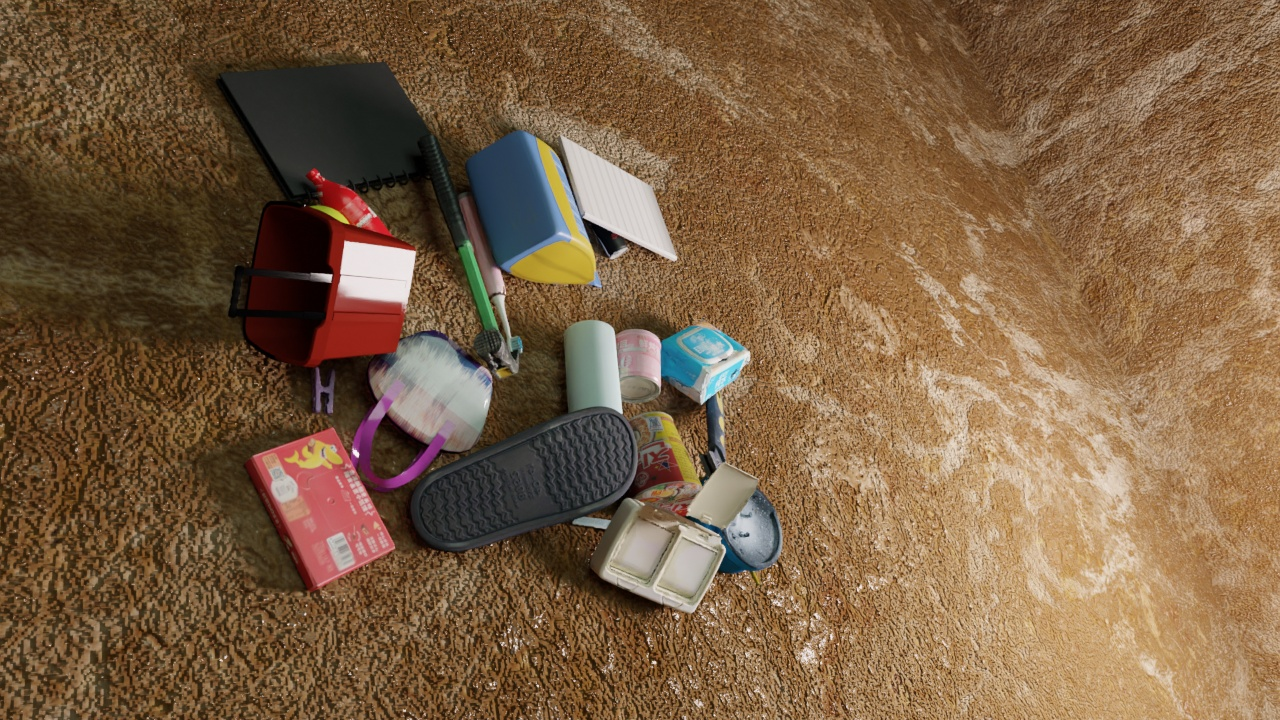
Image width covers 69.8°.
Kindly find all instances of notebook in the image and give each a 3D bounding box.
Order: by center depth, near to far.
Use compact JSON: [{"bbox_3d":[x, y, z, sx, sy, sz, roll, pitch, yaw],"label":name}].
[{"bbox_3d":[-0.348,-0.271,1.076,0.230,0.019,0.169,-28,84,-50],"label":"notebook"},{"bbox_3d":[-0.031,-0.231,1.329,0.209,0.009,0.142,18,47,-49],"label":"notebook"}]

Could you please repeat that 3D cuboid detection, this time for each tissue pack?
[{"bbox_3d":[0.083,-0.001,1.263,0.093,0.062,0.144,36,37,19],"label":"tissue pack"}]

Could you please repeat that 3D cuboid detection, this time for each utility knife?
[{"bbox_3d":[-0.017,0.198,1.092,0.158,0.015,0.022,15,86,-36],"label":"utility knife"}]

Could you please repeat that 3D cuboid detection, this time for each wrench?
[{"bbox_3d":[0.099,0.104,1.196,0.073,0.022,0.272,60,16,-23],"label":"wrench"}]

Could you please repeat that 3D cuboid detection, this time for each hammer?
[{"bbox_3d":[-0.202,-0.124,1.059,0.130,0.032,0.318,71,-2,-71],"label":"hammer"}]

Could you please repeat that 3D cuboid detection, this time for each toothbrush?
[{"bbox_3d":[-0.183,-0.106,1.121,0.027,0.027,0.222,25,43,-68],"label":"toothbrush"}]

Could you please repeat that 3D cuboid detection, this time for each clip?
[{"bbox_3d":[-0.315,0.030,0.913,0.036,0.013,0.052,9,61,-40],"label":"clip"}]

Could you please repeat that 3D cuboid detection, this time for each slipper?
[{"bbox_3d":[-0.123,0.135,0.989,0.267,0.084,0.110,-19,80,-29],"label":"slipper"}]

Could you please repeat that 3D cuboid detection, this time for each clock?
[{"bbox_3d":[0.110,0.207,1.176,0.161,0.061,0.116,39,44,-17],"label":"clock"}]

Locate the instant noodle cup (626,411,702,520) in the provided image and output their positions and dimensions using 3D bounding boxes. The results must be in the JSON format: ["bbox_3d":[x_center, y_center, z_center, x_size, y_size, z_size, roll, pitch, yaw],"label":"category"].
[{"bbox_3d":[0.018,0.127,1.120,0.100,0.101,0.112,14,47,-38],"label":"instant noodle cup"}]

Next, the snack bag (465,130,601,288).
[{"bbox_3d":[-0.119,-0.182,1.189,0.205,0.102,0.159,20,48,-66],"label":"snack bag"}]

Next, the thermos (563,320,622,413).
[{"bbox_3d":[-0.056,0.054,1.109,0.078,0.065,0.206,-4,61,-3],"label":"thermos"}]

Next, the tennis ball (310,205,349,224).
[{"bbox_3d":[-0.334,-0.129,0.957,0.065,0.065,0.065,24,49,-32],"label":"tennis ball"}]

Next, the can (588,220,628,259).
[{"bbox_3d":[-0.049,-0.186,1.300,0.031,0.032,0.080,-22,81,-49],"label":"can"}]

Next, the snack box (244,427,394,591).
[{"bbox_3d":[-0.296,0.136,0.853,0.089,0.021,0.133,-22,81,-49],"label":"snack box"}]

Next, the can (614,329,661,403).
[{"bbox_3d":[-0.007,0.007,1.187,0.067,0.067,0.076,24,50,-32],"label":"can"}]

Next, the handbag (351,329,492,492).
[{"bbox_3d":[-0.235,0.059,0.941,0.144,0.068,0.169,42,49,-18],"label":"handbag"}]

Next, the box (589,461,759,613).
[{"bbox_3d":[0.049,0.202,1.026,0.145,0.187,0.101,26,15,-26],"label":"box"}]

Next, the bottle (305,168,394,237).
[{"bbox_3d":[-0.310,-0.151,1.004,0.141,0.042,0.041,49,40,-19],"label":"bottle"}]

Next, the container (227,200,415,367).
[{"bbox_3d":[-0.319,-0.071,0.854,0.200,0.127,0.148,1,105,-55],"label":"container"}]
